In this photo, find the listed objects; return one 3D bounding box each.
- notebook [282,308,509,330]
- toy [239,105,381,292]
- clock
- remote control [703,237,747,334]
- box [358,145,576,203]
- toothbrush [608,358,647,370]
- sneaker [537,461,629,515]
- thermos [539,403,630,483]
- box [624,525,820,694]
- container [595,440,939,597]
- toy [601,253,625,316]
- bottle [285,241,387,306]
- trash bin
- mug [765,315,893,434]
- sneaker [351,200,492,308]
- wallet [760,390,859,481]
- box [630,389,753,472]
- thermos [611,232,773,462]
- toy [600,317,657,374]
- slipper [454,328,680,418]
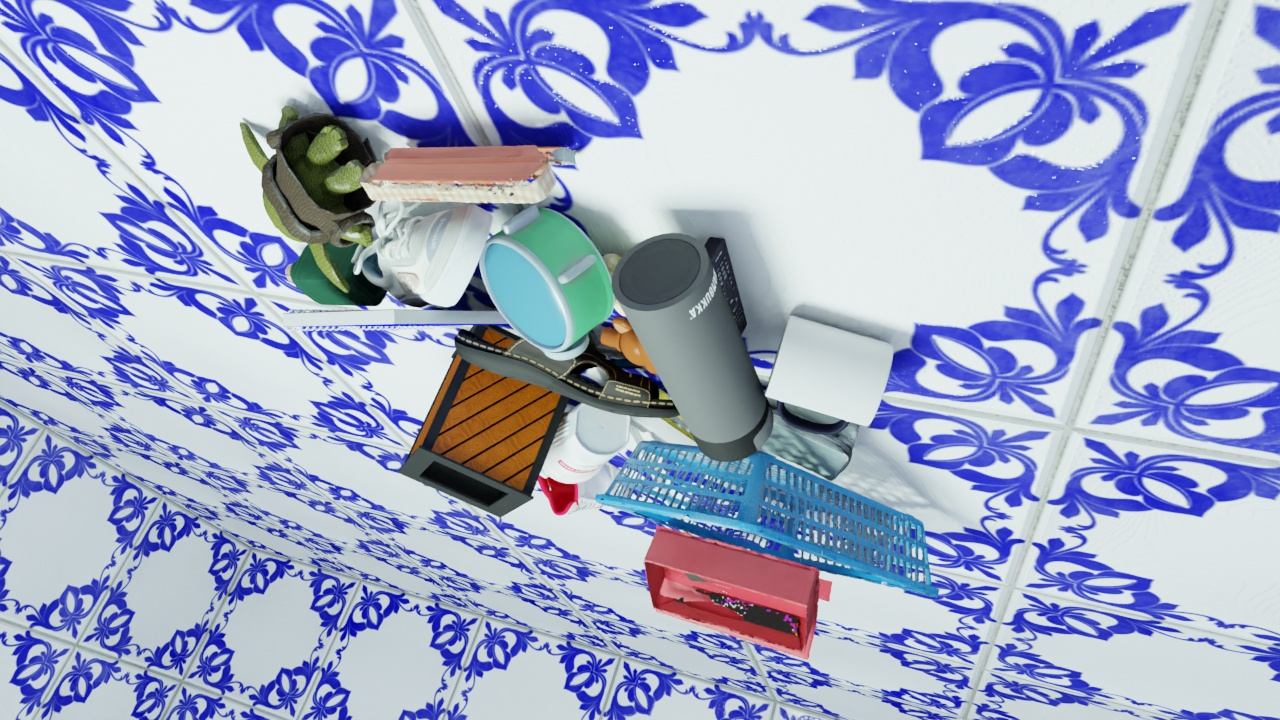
[{"bbox_3d":[-0.240,-0.044,0.970,0.172,0.022,0.208,0,-178,33],"label":"notebook"},{"bbox_3d":[-0.293,-0.159,0.834,0.153,0.078,0.179,-18,104,55],"label":"toy"},{"bbox_3d":[-0.087,-0.064,0.856,0.122,0.075,0.162,41,149,16],"label":"clock"},{"bbox_3d":[0.075,-0.059,0.834,0.015,0.032,0.136,20,157,26],"label":"remote control"},{"bbox_3d":[-0.144,-0.158,0.754,0.187,0.082,0.042,8,141,27],"label":"box"},{"bbox_3d":[-0.006,0.006,1.038,0.189,0.016,0.017,3,160,32],"label":"toothbrush"},{"bbox_3d":[-0.096,0.185,1.346,0.090,0.104,0.237,7,152,25],"label":"sneaker"},{"bbox_3d":[-0.075,0.099,1.150,0.099,0.099,0.221,24,161,-8],"label":"thermos"},{"bbox_3d":[0.113,0.289,1.139,0.215,0.153,0.164,13,-173,20],"label":"box"},{"bbox_3d":[0.161,0.183,1.088,0.361,0.089,0.258,25,165,-37],"label":"container"},{"bbox_3d":[-0.003,-0.067,0.859,0.115,0.046,0.092,15,153,27],"label":"toy"},{"bbox_3d":[-0.343,-0.097,1.020,0.131,0.061,0.061,4,152,30],"label":"bottle"},{"bbox_3d":[-0.182,0.074,1.112,0.139,0.171,0.140,27,154,-14],"label":"trash bin"},{"bbox_3d":[0.169,0.022,0.853,0.097,0.078,0.112,17,127,7],"label":"mug"},{"bbox_3d":[-0.216,-0.102,0.868,0.090,0.089,0.243,23,166,-25],"label":"sneaker"},{"bbox_3d":[0.169,0.078,1.009,0.132,0.054,0.100,19,155,6],"label":"wallet"},{"bbox_3d":[0.050,0.088,1.140,0.209,0.036,0.130,35,155,-30],"label":"box"},{"bbox_3d":[0.054,-0.002,0.821,0.082,0.082,0.240,6,147,27],"label":"thermos"},{"bbox_3d":[0.022,-0.017,0.938,0.128,0.065,0.095,16,147,28],"label":"toy"},{"bbox_3d":[-0.074,0.002,1.000,0.268,0.076,0.113,18,-179,9],"label":"slipper"}]
